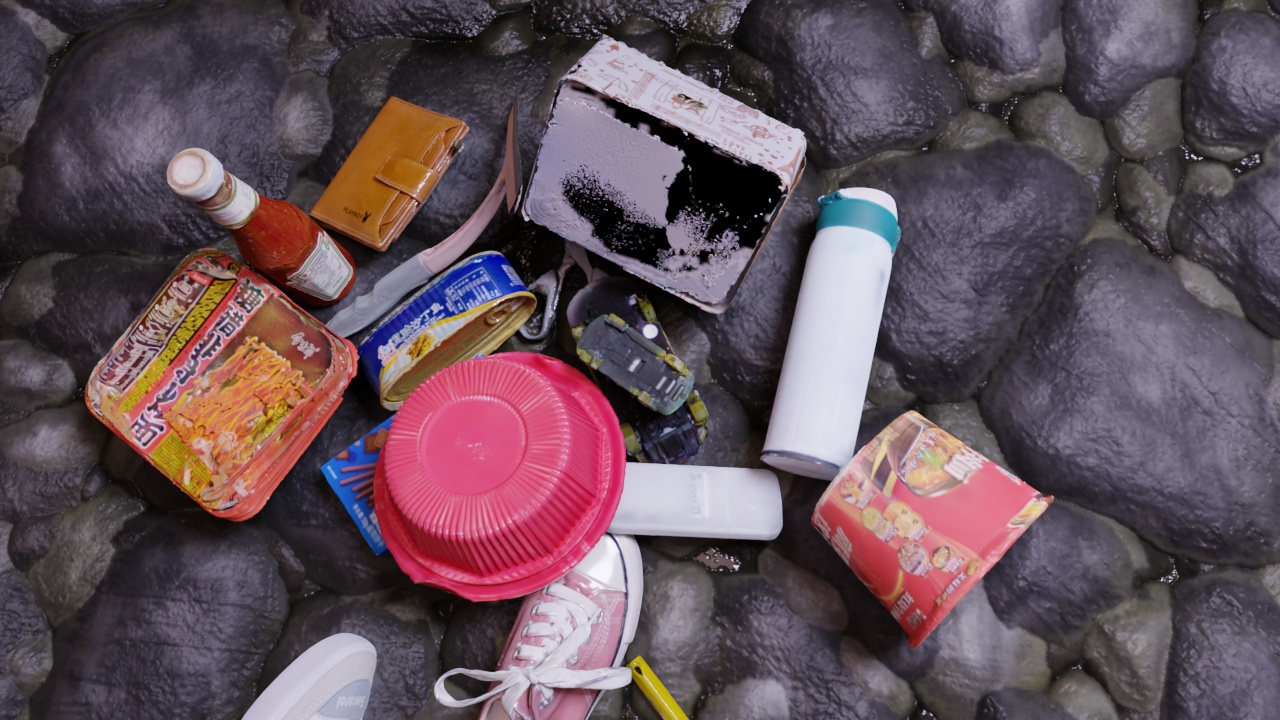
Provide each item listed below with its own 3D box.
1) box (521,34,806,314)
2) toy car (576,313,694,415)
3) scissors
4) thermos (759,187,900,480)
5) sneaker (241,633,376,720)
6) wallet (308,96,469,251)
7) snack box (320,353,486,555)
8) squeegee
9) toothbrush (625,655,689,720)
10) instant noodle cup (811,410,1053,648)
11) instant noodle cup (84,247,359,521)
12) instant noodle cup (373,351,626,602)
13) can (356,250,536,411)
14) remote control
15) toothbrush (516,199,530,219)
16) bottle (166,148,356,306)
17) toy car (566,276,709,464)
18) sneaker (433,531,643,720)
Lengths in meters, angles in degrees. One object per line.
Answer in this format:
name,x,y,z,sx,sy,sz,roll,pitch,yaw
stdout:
box,0.032,-0.154,0.713,0.182,0.154,0.180,27,44,1
toy car,-0.004,0.004,0.679,0.091,0.036,0.043,36,85,6
scissors,-0.054,-0.089,0.757,0.159,0.014,0.175,42,89,9
thermos,0.150,-0.024,0.701,0.073,0.073,0.224,13,76,9
sneaker,-0.242,0.314,0.637,0.091,0.089,0.242,23,82,27
wallet,-0.208,-0.157,0.780,0.119,0.035,0.130,24,77,36
snack box,-0.164,0.074,0.725,0.157,0.026,0.084,-36,79,-4
squeegee,-0.172,-0.088,0.742,0.250,0.247,0.040,-40,118,15
toothbrush,0.052,0.292,0.651,0.015,0.016,0.190,-38,74,-5
instant noodle cup,0.191,0.110,0.630,0.138,0.138,0.108,-45,67,-7
instant noodle cup,-0.321,0.020,0.731,0.189,0.079,0.164,34,82,16
instant noodle cup,-0.109,0.070,0.655,0.194,0.066,0.193,-3,66,7
can,-0.154,-0.023,0.726,0.148,0.074,0.049,-37,73,5
remote control,0.037,0.105,0.684,0.136,0.020,0.055,3,53,-5
toothbrush,-0.016,-0.115,0.769,0.189,0.014,0.016,10,84,9
bottle,-0.282,-0.098,0.693,0.060,0.206,0.059,-2,75,7
toy car,-0.002,0.008,0.718,0.070,0.042,0.158,-25,82,-2
sneaker,-0.067,0.218,0.644,0.118,0.088,0.240,21,74,11
